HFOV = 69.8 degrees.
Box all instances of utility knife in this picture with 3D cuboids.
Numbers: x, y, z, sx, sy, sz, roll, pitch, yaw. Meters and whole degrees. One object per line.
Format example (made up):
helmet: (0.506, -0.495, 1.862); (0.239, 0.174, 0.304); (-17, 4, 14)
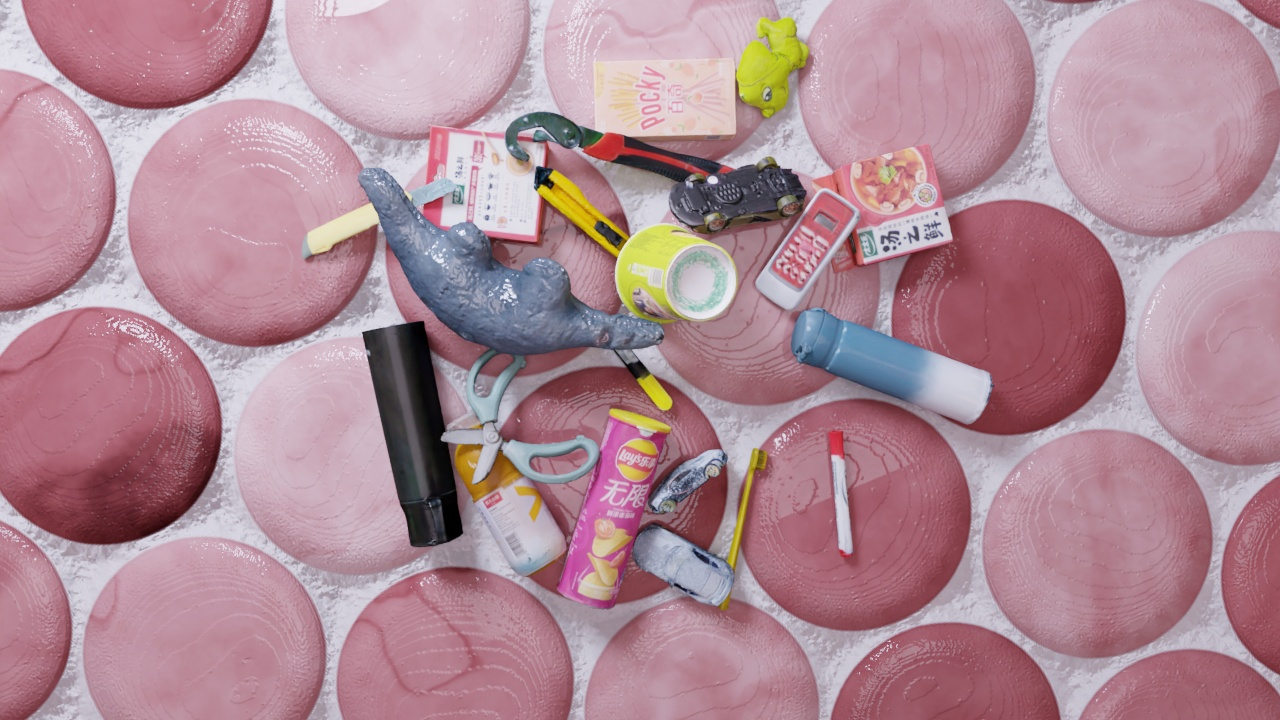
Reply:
utility knife: (-0.033, -0.140, 1.009); (0.216, 0.015, 0.033); (38, 86, -16)
utility knife: (-0.289, -0.158, 0.997); (0.205, 0.021, 0.031); (-20, 84, 22)

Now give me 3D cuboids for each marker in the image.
marker: (0.230, 0.153, 1.051); (0.017, 0.017, 0.145); (-6, 93, -1)
marker: (-0.006, 0.006, 1.040); (0.018, 0.015, 0.124); (-39, 90, 0)

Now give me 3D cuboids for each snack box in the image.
snack box: (0.268, -0.168, 1.021); (0.127, 0.044, 0.113); (-16, 93, 0)
snack box: (0.027, -0.288, 1.018); (0.157, 0.026, 0.084); (-2, 93, -2)
snack box: (-0.169, -0.191, 1.010); (0.127, 0.044, 0.113); (7, 93, -3)

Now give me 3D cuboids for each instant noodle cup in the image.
instant noodle cup: (0.044, -0.087, 0.967); (0.111, 0.123, 0.112); (-3, 101, -18)

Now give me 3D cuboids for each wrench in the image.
wrench: (-0.012, -0.223, 1.002); (0.273, 0.016, 0.056); (9, 93, -14)

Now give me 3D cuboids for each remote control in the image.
remote control: (0.184, -0.121, 1.012); (0.056, 0.020, 0.136); (38, 109, 10)

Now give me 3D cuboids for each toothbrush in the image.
toothbrush: (0.117, 0.194, 1.051); (0.016, 0.016, 0.190); (12, 93, -9)

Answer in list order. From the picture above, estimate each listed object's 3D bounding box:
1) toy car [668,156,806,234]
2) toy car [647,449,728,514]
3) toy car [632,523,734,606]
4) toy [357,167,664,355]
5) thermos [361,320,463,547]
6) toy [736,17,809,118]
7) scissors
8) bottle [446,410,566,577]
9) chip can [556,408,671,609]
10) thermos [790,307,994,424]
toy car: (0.105, -0.177, 0.999); (0.158, 0.042, 0.070); (-12, 61, -14)
toy car: (0.052, 0.133, 1.030); (0.105, 0.049, 0.031); (-37, 96, 0)
toy car: (0.048, 0.231, 1.037); (0.120, 0.036, 0.054); (29, 93, 8)
toy: (-0.149, -0.074, 0.978); (0.356, 0.091, 0.138); (27, 122, -7)
thermos: (-0.242, 0.080, 1.001); (0.068, 0.090, 0.242); (-13, 93, -25)
toy: (0.142, -0.326, 1.014); (0.100, 0.031, 0.097); (-37, 111, -11)
scissors: (-0.127, 0.059, 1.002); (0.171, 0.019, 0.169); (5, 64, -6)
bottle: (-0.152, 0.145, 1.015); (0.068, 0.068, 0.189); (-30, 90, 0)
chip can: (-0.030, 0.164, 1.018); (0.071, 0.071, 0.210); (17, 93, -2)
thermos: (0.276, 0.004, 1.021); (0.220, 0.070, 0.070); (21, 92, -2)
